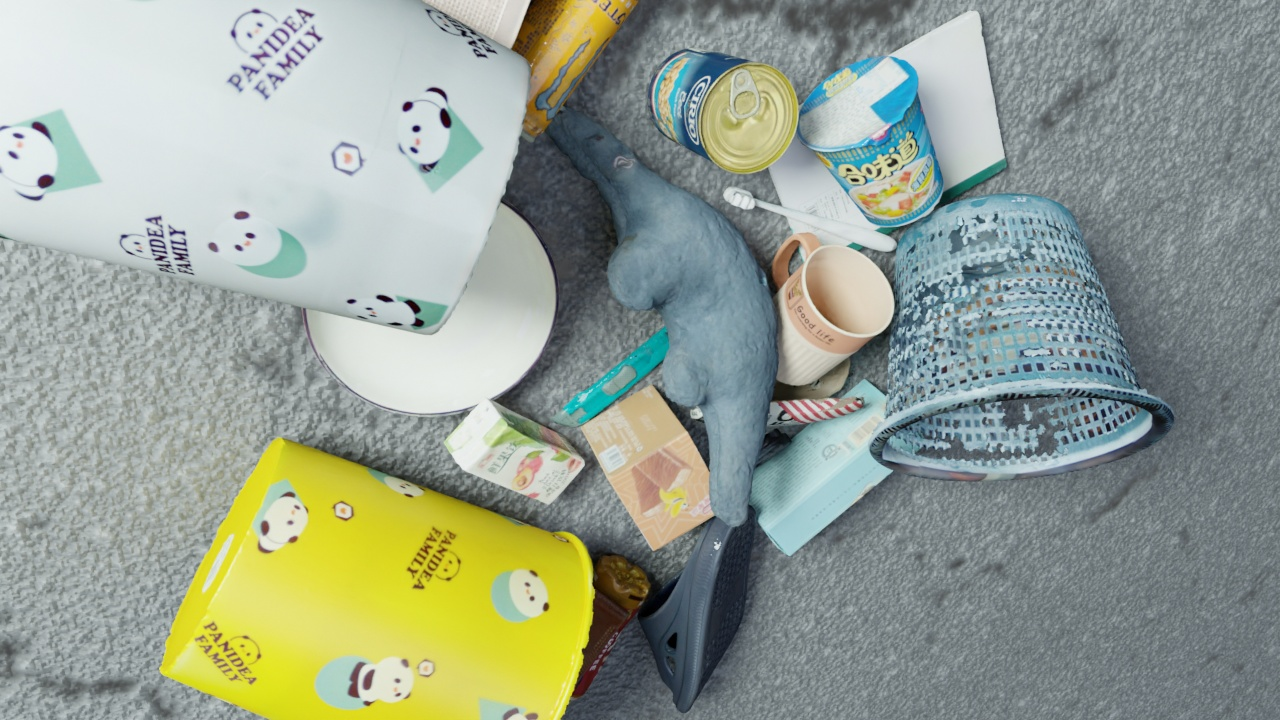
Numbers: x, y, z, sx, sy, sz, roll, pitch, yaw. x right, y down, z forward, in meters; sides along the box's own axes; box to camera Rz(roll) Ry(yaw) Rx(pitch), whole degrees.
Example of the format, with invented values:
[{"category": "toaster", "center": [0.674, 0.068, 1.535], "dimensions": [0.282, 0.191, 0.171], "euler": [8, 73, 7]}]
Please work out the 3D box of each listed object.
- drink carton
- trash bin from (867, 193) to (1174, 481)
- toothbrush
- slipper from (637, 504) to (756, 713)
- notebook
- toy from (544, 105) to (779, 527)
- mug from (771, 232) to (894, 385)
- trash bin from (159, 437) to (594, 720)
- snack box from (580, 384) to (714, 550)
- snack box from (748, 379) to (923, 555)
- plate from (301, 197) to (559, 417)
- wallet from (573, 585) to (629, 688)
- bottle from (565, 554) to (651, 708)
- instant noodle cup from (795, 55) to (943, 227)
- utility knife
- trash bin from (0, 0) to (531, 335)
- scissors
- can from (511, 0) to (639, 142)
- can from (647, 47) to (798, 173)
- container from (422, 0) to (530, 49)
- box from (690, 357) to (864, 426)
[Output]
[{"category": "drink carton", "center": [-0.103, 0.076, 0.766], "dimensions": [0.053, 0.045, 0.122], "euler": [-47, 145, 5]}, {"category": "trash bin", "center": [0.300, -0.021, 0.770], "dimensions": [0.226, 0.194, 0.227], "euler": [1, 156, 0]}, {"category": "toothbrush", "center": [0.150, -0.118, 0.785], "dimensions": [0.180, 0.016, 0.016], "euler": [12, 119, -25]}, {"category": "slipper", "center": [0.052, 0.231, 0.899], "dimensions": [0.110, 0.083, 0.269], "euler": [-41, 147, -44]}, {"category": "notebook", "center": [0.213, -0.182, 0.789], "dimensions": [0.209, 0.012, 0.150], "euler": [-29, 122, -3]}, {"category": "toy", "center": [0.040, -0.049, 0.730], "dimensions": [0.137, 0.092, 0.356], "euler": [-32, 102, -30]}, {"category": "mug", "center": [0.144, -0.048, 0.778], "dimensions": [0.081, 0.114, 0.106], "euler": [-12, 160, -25]}, {"category": "trash bin", "center": [-0.204, 0.195, 0.717], "dimensions": [0.255, 0.229, 0.230], "euler": [29, 103, -23]}, {"category": "snack box", "center": [0.011, 0.092, 0.807], "dimensions": [0.077, 0.092, 0.094], "euler": [-31, 120, -3]}, {"category": "snack box", "center": [0.180, 0.101, 0.881], "dimensions": [0.175, 0.074, 0.051], "euler": [-40, 120, 3]}, {"category": "plate", "center": [-0.160, -0.049, 0.710], "dimensions": [0.192, 0.039, 0.193], "euler": [-8, 117, -15]}, {"category": "wallet", "center": [-0.082, 0.252, 0.856], "dimensions": [0.101, 0.032, 0.125], "euler": [38, 106, 11]}, {"category": "bottle", "center": [-0.056, 0.274, 0.894], "dimensions": [0.057, 0.057, 0.175], "euler": [23, 106, -27]}, {"category": "instant noodle cup", "center": [0.191, -0.166, 0.733], "dimensions": [0.099, 0.099, 0.110], "euler": [-41, 131, 3]}, {"category": "utility knife", "center": [-0.005, 0.005, 0.805], "dimensions": [0.174, 0.013, 0.029], "euler": [-40, 122, 3]}, {"category": "trash bin", "center": [-0.213, -0.137, 0.526], "dimensions": [0.251, 0.229, 0.230], "euler": [18, 108, -21]}, {"category": "scissors", "center": [0.071, 0.114, 0.863], "dimensions": [0.164, 0.014, 0.163], "euler": [-23, 160, -30]}, {"category": "can", "center": [-0.055, -0.229, 0.646], "dimensions": [0.058, 0.058, 0.146], "euler": [33, 101, -29]}, {"category": "can", "center": [0.057, -0.187, 0.676], "dimensions": [0.075, 0.111, 0.075], "euler": [-8, 116, -17]}, {"category": "container", "center": [-0.125, -0.264, 0.589], "dimensions": [0.111, 0.090, 0.090], "euler": [18, 108, -23]}, {"category": "box", "center": [0.119, 0.018, 0.836], "dimensions": [0.163, 0.076, 0.086], "euler": [-5, 78, -16]}]
